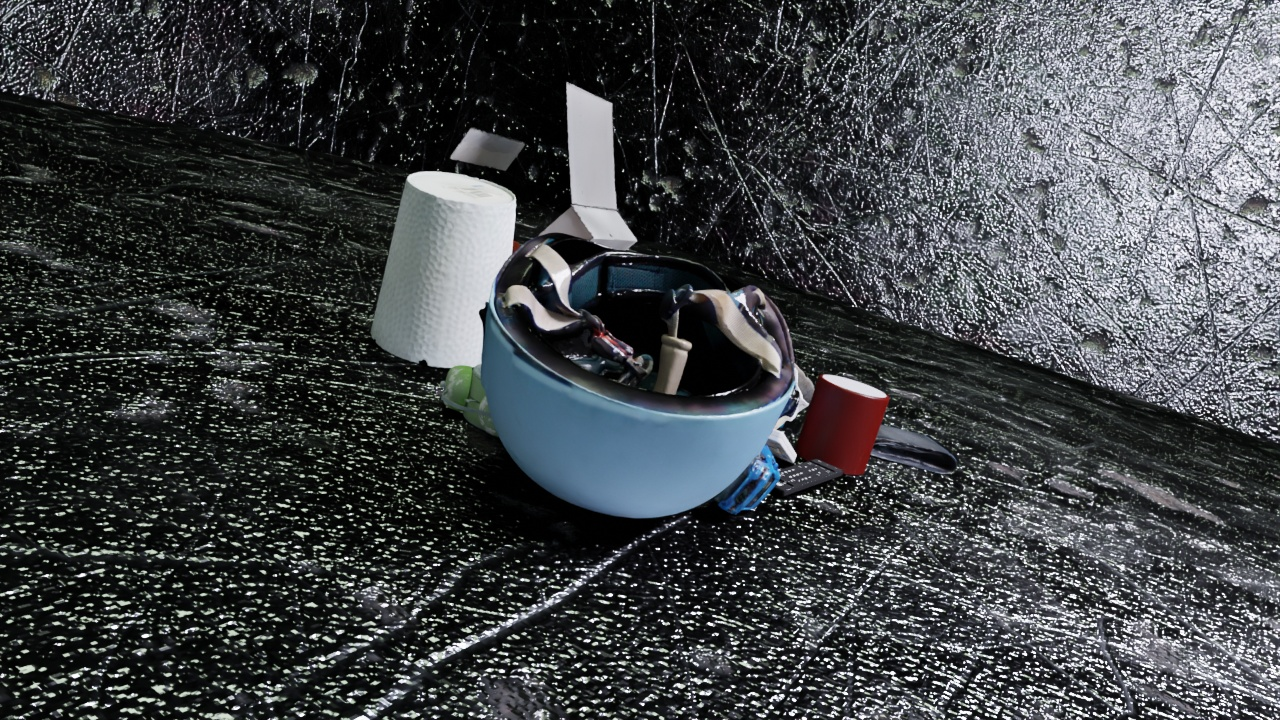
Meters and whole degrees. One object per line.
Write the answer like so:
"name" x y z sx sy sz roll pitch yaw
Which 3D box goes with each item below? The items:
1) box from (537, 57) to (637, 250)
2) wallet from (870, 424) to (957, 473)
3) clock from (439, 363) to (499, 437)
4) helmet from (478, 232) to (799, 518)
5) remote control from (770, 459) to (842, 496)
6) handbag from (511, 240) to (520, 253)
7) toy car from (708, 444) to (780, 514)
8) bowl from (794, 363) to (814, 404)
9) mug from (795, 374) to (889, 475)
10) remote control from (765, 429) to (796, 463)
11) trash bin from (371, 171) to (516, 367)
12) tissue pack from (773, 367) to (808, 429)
"box" -0.099 -0.237 1.297 0.161 0.339 0.166 9 8 19
"wallet" 0.296 0.095 1.058 0.115 0.026 0.089 14 10 -9
"clock" -0.110 0.034 0.763 0.119 0.042 0.094 4 15 -46
"helmet" -0.006 0.020 0.651 0.225 0.167 0.265 13 21 -1
"remote control" 0.147 0.107 0.843 0.030 0.009 0.139 23 13 30
"handbag" -0.228 -0.127 1.198 0.060 0.109 0.172 5 16 -42
"toy car" 0.085 0.090 0.728 0.043 0.056 0.120 41 9 4
"bowl" 0.111 0.008 1.045 0.178 0.081 0.178 42 -2 1
"mug" 0.206 0.061 0.951 0.073 0.082 0.105 16 12 0
"remote control" 0.113 0.074 0.842 0.050 0.011 0.136 20 -8 18
"trash bin" -0.188 -0.093 0.906 0.133 0.161 0.133 12 22 -5
"tissue pack" 0.057 0.025 0.894 0.209 0.066 0.117 16 -17 -6
